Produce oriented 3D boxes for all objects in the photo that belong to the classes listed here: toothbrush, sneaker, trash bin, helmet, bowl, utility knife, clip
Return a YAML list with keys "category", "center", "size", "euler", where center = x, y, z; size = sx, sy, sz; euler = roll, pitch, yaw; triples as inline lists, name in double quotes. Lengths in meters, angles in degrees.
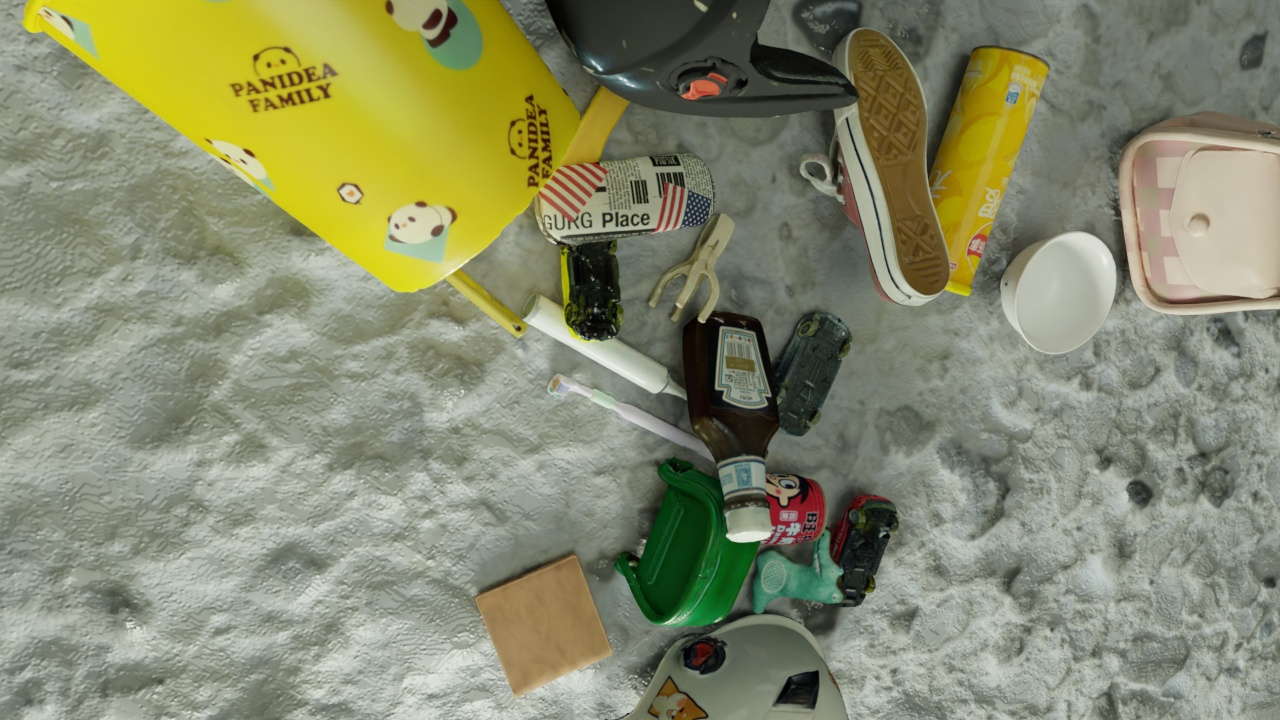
- category: "toothbrush"
  center: [-0.162, -0.079, 0.725]
  size: [0.190, 0.016, 0.015]
  euler: [41, 91, -24]
- category: "sneaker"
  center: [0.198, -0.160, 0.794]
  size: [0.118, 0.088, 0.241]
  euler: [-10, 87, -29]
- category: "trash bin"
  center: [-0.189, -0.193, 0.581]
  size: [0.229, 0.229, 0.255]
  euler: [-46, 120, -2]
- category: "helmet"
  center: [0.096, 0.389, 0.873]
  size: [0.274, 0.157, 0.230]
  euler: [-35, 114, -7]
- category: "bowl"
  center: [0.393, -0.071, 0.897]
  size: [0.118, 0.065, 0.118]
  euler: [-6, 107, -18]
- category: "helmet"
  center: [0.039, -0.281, 0.607]
  size: [0.230, 0.274, 0.233]
  euler: [1, 91, 8]
- category: "toothbrush"
  center: [0.003, 0.056, 0.821]
  size: [0.189, 0.029, 0.021]
  euler: [26, 58, -25]
- category: "utility knife"
  center: [-0.032, -0.193, 0.740]
  size: [0.033, 0.015, 0.156]
  euler: [32, 92, -31]
- category: "toothbrush"
  center: [-0.005, 0.005, 0.799]
  size: [0.221, 0.026, 0.027]
  euler: [30, 134, -24]
- category: "clip"
  center: [0.053, -0.073, 0.778]
  size: [0.035, 0.095, 0.102]
  euler: [34, 103, -24]

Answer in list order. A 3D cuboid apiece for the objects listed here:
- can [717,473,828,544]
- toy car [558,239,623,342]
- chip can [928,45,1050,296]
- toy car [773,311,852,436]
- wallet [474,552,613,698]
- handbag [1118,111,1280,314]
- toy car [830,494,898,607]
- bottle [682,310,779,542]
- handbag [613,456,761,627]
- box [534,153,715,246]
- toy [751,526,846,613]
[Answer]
- category: "can"
  center: [0.120, 0.139, 0.860]
  size: [0.093, 0.066, 0.066]
  euler: [5, 103, -21]
- category: "toy car"
  center: [-0.043, -0.066, 0.755]
  size: [0.048, 0.032, 0.105]
  euler: [-1, 83, -29]
- category: "chip can"
  center: [0.300, -0.169, 0.833]
  size: [0.072, 0.072, 0.213]
  euler: [14, 99, -22]
- category: "toy car"
  center: [0.153, 0.012, 0.853]
  size: [0.054, 0.037, 0.120]
  euler: [30, 84, -24]
- category: "wallet"
  center: [-0.087, 0.243, 0.844]
  size: [0.101, 0.020, 0.115]
  euler: [-20, 108, -12]
- category: "handbag"
  center: [0.570, -0.129, 0.849]
  size: [0.093, 0.234, 0.193]
  euler: [-23, 111, -14]
- category: "toy car"
  center: [0.214, 0.188, 0.918]
  size: [0.053, 0.045, 0.121]
  euler: [12, 106, -23]
- category: "bottle"
  center: [0.080, 0.054, 0.773]
  size: [0.079, 0.044, 0.194]
  euler: [7, 63, -25]
- category: "handbag"
  center: [0.037, 0.162, 0.810]
  size: [0.068, 0.120, 0.131]
  euler: [12, 102, -41]
- category: "box"
  center: [-0.012, -0.131, 0.745]
  size: [0.164, 0.052, 0.069]
  euler: [-10, 113, -29]
- category: "toy"
  center: [0.157, 0.207, 0.897]
  size: [0.092, 0.030, 0.096]
  euler: [6, 94, 14]
